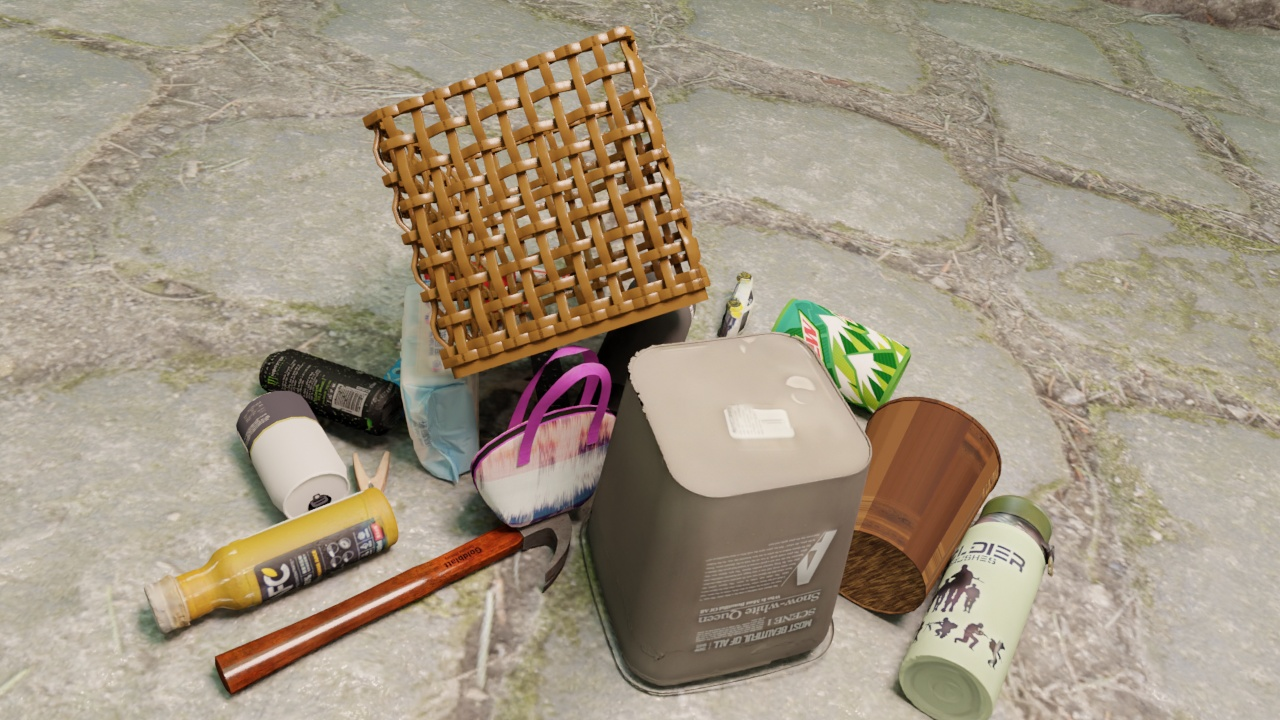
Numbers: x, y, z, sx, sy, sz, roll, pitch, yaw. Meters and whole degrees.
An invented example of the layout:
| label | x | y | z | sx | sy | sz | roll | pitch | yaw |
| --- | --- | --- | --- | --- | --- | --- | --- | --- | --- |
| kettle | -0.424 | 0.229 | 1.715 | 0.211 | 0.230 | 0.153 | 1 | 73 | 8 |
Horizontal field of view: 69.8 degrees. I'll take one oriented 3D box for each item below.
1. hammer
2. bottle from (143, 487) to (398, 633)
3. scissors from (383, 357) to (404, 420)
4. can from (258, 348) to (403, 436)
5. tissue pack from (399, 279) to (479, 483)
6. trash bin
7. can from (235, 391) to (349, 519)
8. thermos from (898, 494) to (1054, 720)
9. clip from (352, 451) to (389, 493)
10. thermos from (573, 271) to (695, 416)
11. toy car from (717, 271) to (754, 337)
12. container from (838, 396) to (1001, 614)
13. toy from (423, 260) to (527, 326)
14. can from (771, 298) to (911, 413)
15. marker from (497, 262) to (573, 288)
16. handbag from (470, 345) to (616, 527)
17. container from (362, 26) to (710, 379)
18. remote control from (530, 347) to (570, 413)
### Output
| label | x | y | z | sx | sy | sz | roll | pitch | yaw |
| --- | --- | --- | --- | --- | --- | --- | --- | --- | --- |
| hammer | -0.187 | 0.184 | 0.745 | 0.299 | 0.028 | 0.111 | -21 | 50 | -33 |
| bottle | -0.288 | 0.158 | 0.729 | 0.185 | 0.053 | 0.053 | -21 | 50 | -33 |
| scissors | -0.250 | 0.019 | 0.934 | 0.066 | 0.015 | 0.134 | 16 | 38 | 8 |
| can | -0.291 | 0.029 | 0.866 | 0.138 | 0.054 | 0.053 | 16 | 40 | 17 |
| tissue pack | -0.190 | 0.016 | 0.872 | 0.070 | 0.112 | 0.181 | -4 | 42 | -7 |
| trash bin | 0.066 | 0.112 | 0.731 | 0.197 | 0.221 | 0.197 | -7 | 45 | -16 |
| can | -0.301 | 0.086 | 0.801 | 0.064 | 0.064 | 0.127 | -19 | 49 | -32 |
| thermos | 0.305 | 0.208 | 0.803 | 0.082 | 0.082 | 0.230 | 30 | 43 | 19 |
| clip | -0.237 | 0.107 | 0.827 | 0.039 | 0.024 | 0.060 | -13 | 56 | -24 |
| thermos | -0.006 | 0.006 | 0.955 | 0.082 | 0.082 | 0.239 | 16 | 40 | 5 |
| toy car | 0.118 | -0.063 | 1.094 | 0.033 | 0.048 | 0.105 | 17 | 41 | 6 |
| container | 0.239 | 0.136 | 0.841 | 0.132 | 0.132 | 0.166 | 28 | 48 | 17 |
| toy | -0.174 | -0.057 | 1.016 | 0.132 | 0.088 | 0.094 | 11 | 70 | -31 |
| can | 0.219 | -0.007 | 1.026 | 0.144 | 0.083 | 0.082 | 28 | 42 | 18 |
| marker | -0.135 | -0.103 | 1.097 | 0.145 | 0.019 | 0.019 | 7 | 40 | -6 |
| handbag | -0.070 | 0.056 | 0.764 | 0.144 | 0.170 | 0.068 | -14 | 54 | -33 |
| container | -0.073 | -0.126 | 0.822 | 0.220 | 0.214 | 0.251 | -17 | 3 | 4 |
| remote control | -0.100 | 0.013 | 0.975 | 0.032 | 0.015 | 0.136 | 0 | 39 | -15 |
